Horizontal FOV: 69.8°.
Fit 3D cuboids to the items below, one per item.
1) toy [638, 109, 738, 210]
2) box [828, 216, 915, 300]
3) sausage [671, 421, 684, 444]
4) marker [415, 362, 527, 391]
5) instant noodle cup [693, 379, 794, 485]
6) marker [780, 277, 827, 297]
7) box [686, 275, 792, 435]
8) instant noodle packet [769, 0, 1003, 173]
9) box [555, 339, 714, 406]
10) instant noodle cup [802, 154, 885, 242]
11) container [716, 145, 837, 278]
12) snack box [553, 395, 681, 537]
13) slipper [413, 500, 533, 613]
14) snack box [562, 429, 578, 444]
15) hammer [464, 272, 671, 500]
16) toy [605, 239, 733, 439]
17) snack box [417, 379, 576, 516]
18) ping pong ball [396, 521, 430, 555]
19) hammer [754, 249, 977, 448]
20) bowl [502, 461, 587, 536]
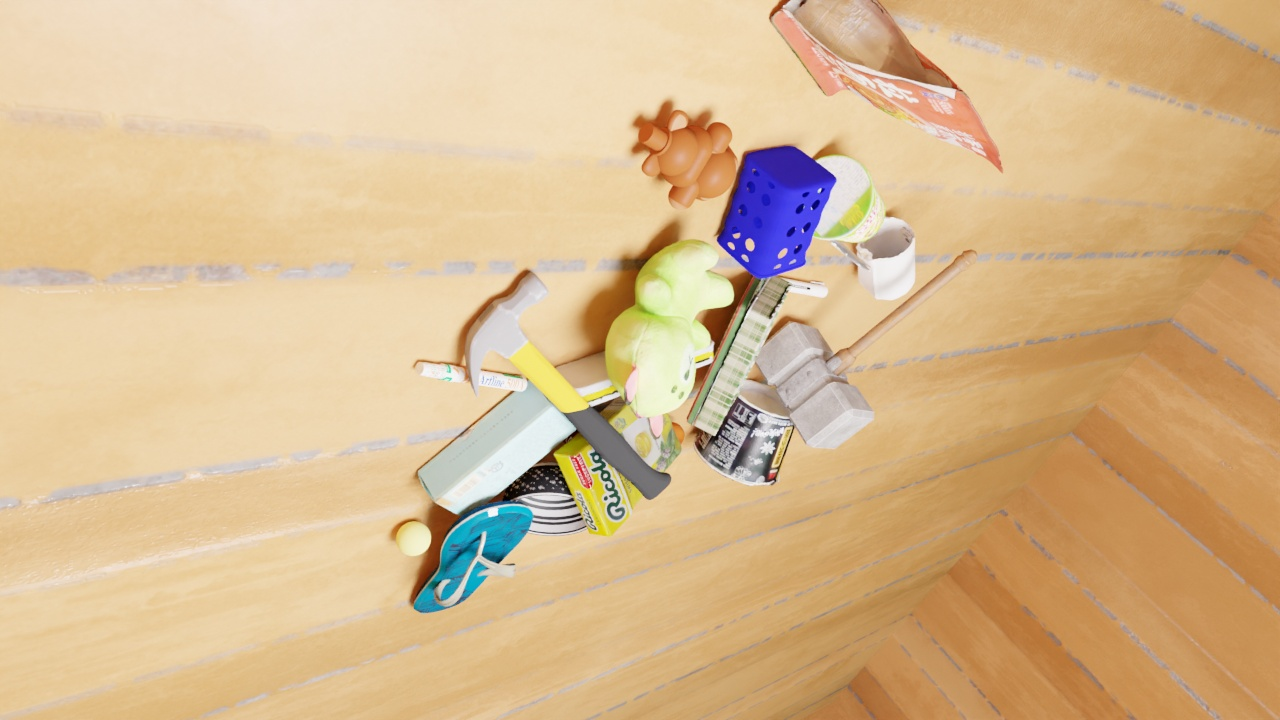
[{"bbox_3d":[0.042,-0.199,0.898,0.127,0.065,0.095,19,108,-45],"label":"toy"},{"bbox_3d":[0.312,-0.136,1.229,0.126,0.084,0.156,-30,146,-5],"label":"box"},{"bbox_3d":[-0.007,0.143,1.268,0.164,0.044,0.039,-41,144,2],"label":"sausage"},{"bbox_3d":[-0.175,0.017,0.963,0.145,0.017,0.017,12,121,-52],"label":"marker"},{"bbox_3d":[0.159,0.099,1.315,0.137,0.137,0.112,-2,122,-45],"label":"instant noodle cup"},{"bbox_3d":[0.209,-0.100,1.224,0.133,0.017,0.020,3,91,-48],"label":"marker"},{"bbox_3d":[0.123,-0.009,1.170,0.117,0.051,0.206,-52,166,-49],"label":"box"},{"bbox_3d":[0.248,-0.268,0.865,0.084,0.221,0.164,-49,147,10],"label":"instant noodle packet"},{"bbox_3d":[-0.006,0.005,1.079,0.209,0.064,0.037,-18,119,-31],"label":"box"},{"bbox_3d":[0.243,-0.183,1.091,0.099,0.099,0.107,-52,154,17],"label":"instant noodle cup"},{"bbox_3d":[0.150,-0.166,1.017,0.084,0.084,0.114,-19,141,-34],"label":"container"},{"bbox_3d":[-0.018,0.113,1.123,0.180,0.045,0.121,-42,121,-42],"label":"snack box"},{"bbox_3d":[-0.205,0.262,1.143,0.118,0.060,0.296,-10,150,-38],"label":"slipper"},{"bbox_3d":[-0.035,0.106,1.187,0.140,0.051,0.032,7,125,-50],"label":"snack box"},{"bbox_3d":[-0.068,0.055,0.996,0.127,0.029,0.323,-41,125,0],"label":"hammer"},{"bbox_3d":[0.022,-0.030,1.000,0.196,0.107,0.150,-57,151,-9],"label":"toy"},{"bbox_3d":[-0.162,0.102,1.048,0.174,0.053,0.075,-39,149,0],"label":"snack box"},{"bbox_3d":[-0.267,0.210,1.081,0.040,0.040,0.040,-27,146,-21],"label":"ping pong ball"},{"bbox_3d":[0.314,-0.038,1.215,0.318,0.162,0.082,-43,150,26],"label":"hammer"},{"bbox_3d":[-0.112,0.166,1.154,0.120,0.066,0.120,0,145,0],"label":"bowl"}]
